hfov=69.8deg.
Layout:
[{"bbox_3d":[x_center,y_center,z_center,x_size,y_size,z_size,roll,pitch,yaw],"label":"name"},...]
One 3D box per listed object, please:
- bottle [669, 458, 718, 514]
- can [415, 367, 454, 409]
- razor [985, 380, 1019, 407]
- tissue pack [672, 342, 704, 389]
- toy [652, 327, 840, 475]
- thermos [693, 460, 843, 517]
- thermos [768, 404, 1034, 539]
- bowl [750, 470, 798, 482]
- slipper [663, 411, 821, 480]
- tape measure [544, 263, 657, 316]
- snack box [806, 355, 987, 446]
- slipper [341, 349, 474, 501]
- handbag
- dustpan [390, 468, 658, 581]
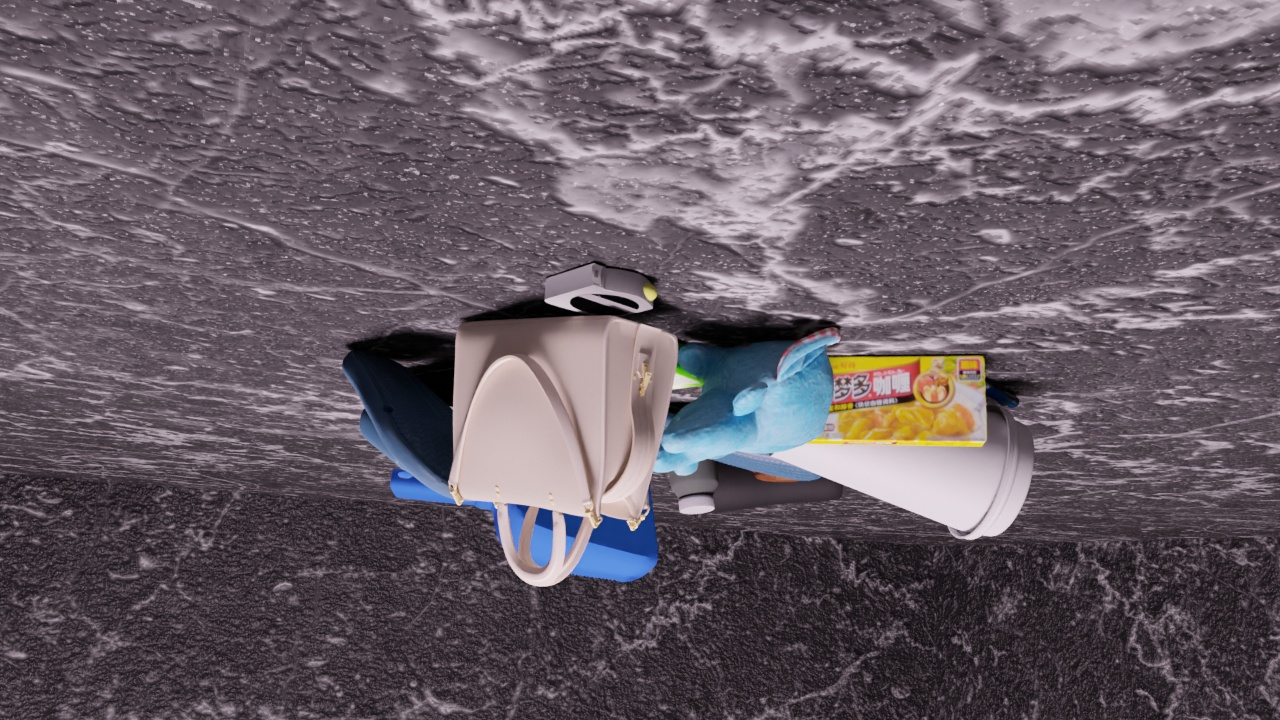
[{"bbox_3d":[0.065,0.132,1.136,0.060,0.108,0.060,-4,158,-2],"label":"bottle"},{"bbox_3d":[-0.199,0.050,0.928,0.146,0.080,0.080,-9,162,40],"label":"can"},{"bbox_3d":[0.326,0.029,0.869,0.044,0.018,0.140,4,174,42],"label":"razor"},{"bbox_3d":[-0.005,0.005,0.805,0.100,0.034,0.113,-14,158,43],"label":"tissue pack"},{"bbox_3d":[0.072,0.034,0.747,0.180,0.115,0.184,-18,158,-34],"label":"toy"},{"bbox_3d":[0.171,0.166,1.303,0.218,0.105,0.106,-2,166,0],"label":"thermos"},{"bbox_3d":[0.241,0.082,0.873,0.222,0.131,0.132,16,166,0],"label":"thermos"},{"bbox_3d":[0.173,0.115,1.140,0.147,0.068,0.147,3,166,1],"label":"bowl"},{"bbox_3d":[0.110,0.089,1.056,0.214,0.059,0.104,16,163,16],"label":"slipper"},{"bbox_3d":[-0.026,-0.047,0.633,0.065,0.016,0.064,15,162,-41],"label":"tape measure"},{"bbox_3d":[0.218,0.035,0.795,0.152,0.075,0.025,-1,168,14],"label":"snack box"},{"bbox_3d":[-0.210,0.058,0.815,0.103,0.059,0.214,23,-165,-50],"label":"slipper"},{"bbox_3d":[-0.071,0.070,0.702,0.195,0.197,0.101,0,170,42],"label":"handbag"},{"bbox_3d":[-0.123,0.122,0.945,0.257,0.245,0.060,8,124,-11],"label":"dustpan"}]
